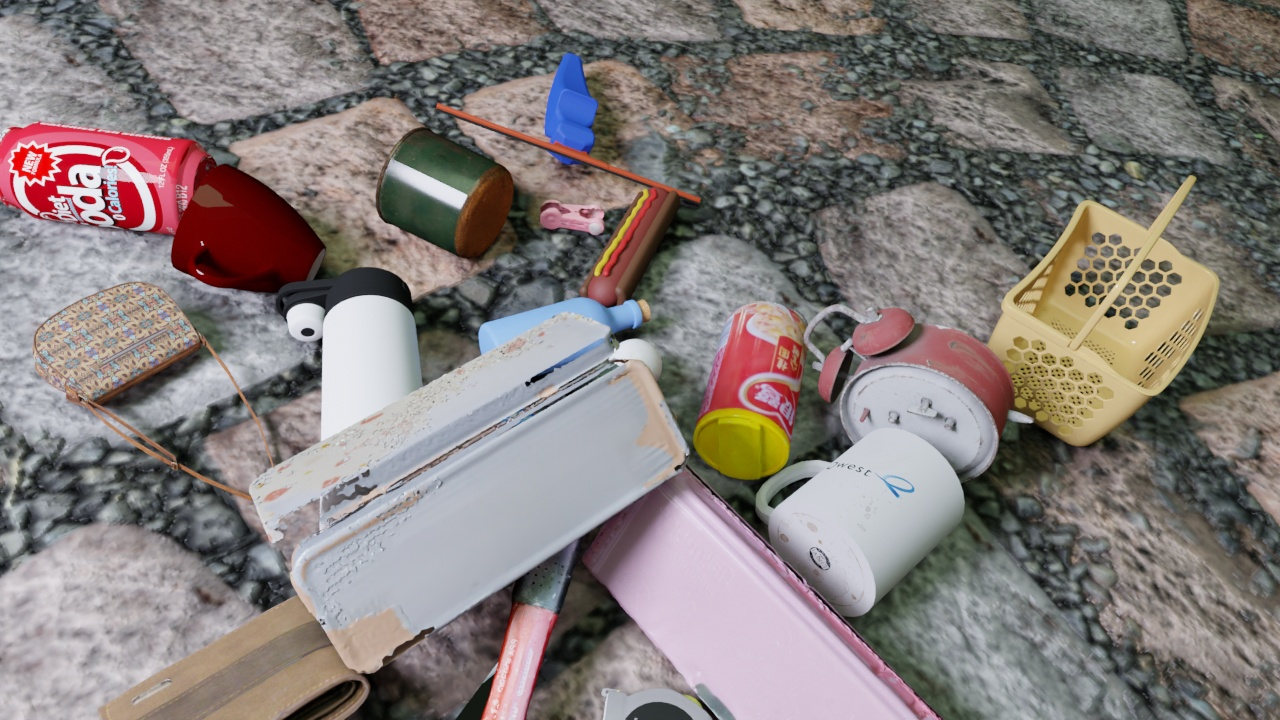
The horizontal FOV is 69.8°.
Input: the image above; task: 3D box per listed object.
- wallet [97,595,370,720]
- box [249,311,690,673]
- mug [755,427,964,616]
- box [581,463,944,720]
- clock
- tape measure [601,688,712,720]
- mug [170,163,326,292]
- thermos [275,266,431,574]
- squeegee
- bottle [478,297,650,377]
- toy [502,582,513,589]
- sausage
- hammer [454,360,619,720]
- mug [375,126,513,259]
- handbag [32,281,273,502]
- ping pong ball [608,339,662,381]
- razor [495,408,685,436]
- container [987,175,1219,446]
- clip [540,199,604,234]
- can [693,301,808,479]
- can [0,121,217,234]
[{"bbox_3d":[-0.213,0.178,0.479,0.120,0.027,0.099,-28,30,-28],"label":"wallet"},{"bbox_3d":[-0.094,0.062,0.515,0.216,0.096,0.115,-30,96,-19],"label":"box"},{"bbox_3d":[0.134,0.098,0.608,0.096,0.083,0.120,-31,33,-32],"label":"mug"},{"bbox_3d":[0.087,0.161,0.552,0.232,0.099,0.106,42,22,26],"label":"box"},{"bbox_3d":[0.183,0.023,0.646,0.157,0.110,0.061,39,51,2],"label":"clock"},{"bbox_3d":[0.007,0.216,0.514,0.065,0.017,0.064,10,48,-2],"label":"tape measure"},{"bbox_3d":[-0.287,-0.081,0.677,0.088,0.087,0.113,26,30,-11],"label":"mug"},{"bbox_3d":[-0.193,0.032,0.610,0.101,0.069,0.229,-13,51,-4],"label":"thermos"},{"bbox_3d":[-0.067,-0.234,0.871,0.249,0.055,0.184,16,46,-20],"label":"squeegee"},{"bbox_3d":[-0.052,-0.021,0.690,0.131,0.048,0.048,-18,55,-24],"label":"bottle"},{"bbox_3d":[-0.085,0.091,0.589,0.087,0.050,0.112,-8,57,-17],"label":"toy"},{"bbox_3d":[-0.007,-0.096,0.771,0.040,0.040,0.155,20,49,7],"label":"sausage"},{"bbox_3d":[-0.069,0.138,0.516,0.140,0.036,0.325,14,60,2],"label":"hammer"},{"bbox_3d":[-0.153,-0.136,0.759,0.081,0.085,0.110,26,14,10],"label":"mug"},{"bbox_3d":[-0.311,0.029,0.617,0.196,0.043,0.093,39,49,11],"label":"handbag"},{"bbox_3d":[-0.004,0.004,0.682,0.040,0.040,0.040,5,48,-6],"label":"ping pong ball"},{"bbox_3d":[-0.041,0.053,0.649,0.141,0.018,0.043,14,48,7],"label":"razor"},{"bbox_3d":[0.366,-0.046,0.710,0.129,0.167,0.182,35,52,20],"label":"container"},{"bbox_3d":[-0.058,-0.129,0.803,0.060,0.023,0.043,19,44,4],"label":"clip"},{"bbox_3d":[0.083,0.019,0.667,0.067,0.067,0.124,16,48,4],"label":"can"},{"bbox_3d":[-0.409,-0.140,0.710,0.142,0.075,0.074,6,48,-5],"label":"can"}]
